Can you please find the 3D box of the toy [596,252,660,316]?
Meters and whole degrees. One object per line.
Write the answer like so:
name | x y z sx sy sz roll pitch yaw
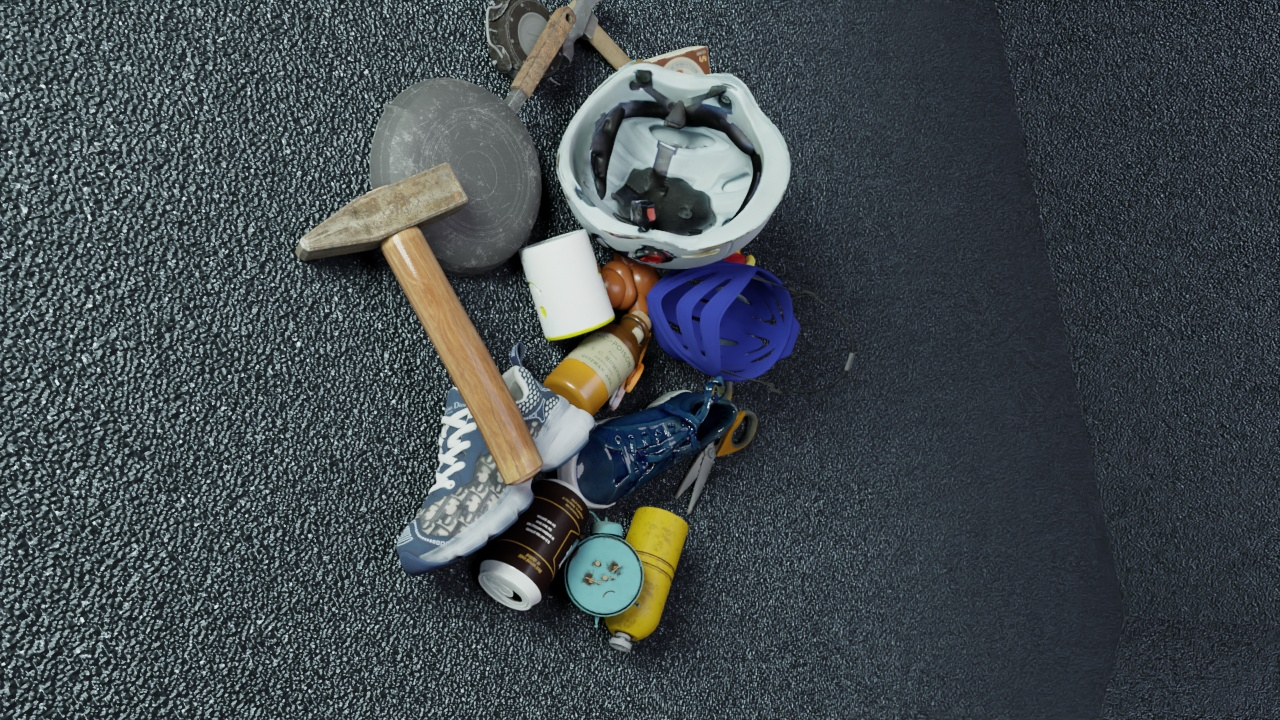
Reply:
toy | -0.029 -0.089 1.128 0.127 0.065 0.095 -17 93 -42

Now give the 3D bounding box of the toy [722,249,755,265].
toy | 0.123 -0.172 1.321 0.105 0.067 0.137 8 70 -47

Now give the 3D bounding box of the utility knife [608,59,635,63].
utility knife | 0.007 -0.395 1.240 0.158 0.015 0.022 -1 94 -50

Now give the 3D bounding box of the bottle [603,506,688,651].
bottle | 0.002 0.264 1.095 0.071 0.071 0.163 47 51 -37

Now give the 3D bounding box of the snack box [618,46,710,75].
snack box | 0.042 -0.329 1.217 0.142 0.041 0.147 -33 122 -43

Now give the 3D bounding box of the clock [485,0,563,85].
clock | -0.136 -0.359 1.032 0.122 0.044 0.091 -3 91 -48

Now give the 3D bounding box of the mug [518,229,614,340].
mug | -0.083 -0.085 1.029 0.082 0.083 0.106 -32 109 -49

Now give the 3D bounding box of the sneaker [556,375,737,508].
sneaker | 0.024 0.096 1.107 0.293 0.127 0.121 -21 103 -49

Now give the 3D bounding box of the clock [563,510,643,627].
clock | -0.051 0.229 1.029 0.090 0.053 0.124 -21 77 -21

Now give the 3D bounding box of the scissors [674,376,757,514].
scissors | 0.098 0.107 1.283 0.224 0.016 0.166 -43 117 -44

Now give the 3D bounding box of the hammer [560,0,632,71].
hammer | 0.009 -0.360 1.217 0.331 0.031 0.119 33 73 -46

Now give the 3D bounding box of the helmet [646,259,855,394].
helmet | 0.138 -0.039 1.124 0.241 0.228 0.148 13 98 -44

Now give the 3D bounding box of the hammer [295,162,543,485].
hammer | -0.178 -0.018 0.847 0.157 0.037 0.301 -30 95 -28

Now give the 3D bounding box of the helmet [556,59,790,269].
helmet | 0.041 -0.206 1.082 0.164 0.264 0.236 73 37 -70

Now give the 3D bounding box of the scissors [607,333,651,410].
scissors | -0.014 0.016 1.140 0.012 0.084 0.132 33 28 -9

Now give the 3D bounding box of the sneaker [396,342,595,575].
sneaker | -0.162 0.093 0.912 0.132 0.103 0.268 54 45 -11

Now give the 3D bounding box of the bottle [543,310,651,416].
bottle | -0.041 -0.002 1.064 0.156 0.068 0.068 -48 122 -33

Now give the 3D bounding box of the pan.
pan | -0.145 -0.252 0.967 0.207 0.040 0.356 44 64 -37

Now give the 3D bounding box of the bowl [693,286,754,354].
bowl | 0.109 -0.048 1.287 0.110 0.055 0.110 10 77 -51

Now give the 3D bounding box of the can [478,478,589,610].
can | -0.110 0.190 0.963 0.072 0.072 0.128 58 45 -29
